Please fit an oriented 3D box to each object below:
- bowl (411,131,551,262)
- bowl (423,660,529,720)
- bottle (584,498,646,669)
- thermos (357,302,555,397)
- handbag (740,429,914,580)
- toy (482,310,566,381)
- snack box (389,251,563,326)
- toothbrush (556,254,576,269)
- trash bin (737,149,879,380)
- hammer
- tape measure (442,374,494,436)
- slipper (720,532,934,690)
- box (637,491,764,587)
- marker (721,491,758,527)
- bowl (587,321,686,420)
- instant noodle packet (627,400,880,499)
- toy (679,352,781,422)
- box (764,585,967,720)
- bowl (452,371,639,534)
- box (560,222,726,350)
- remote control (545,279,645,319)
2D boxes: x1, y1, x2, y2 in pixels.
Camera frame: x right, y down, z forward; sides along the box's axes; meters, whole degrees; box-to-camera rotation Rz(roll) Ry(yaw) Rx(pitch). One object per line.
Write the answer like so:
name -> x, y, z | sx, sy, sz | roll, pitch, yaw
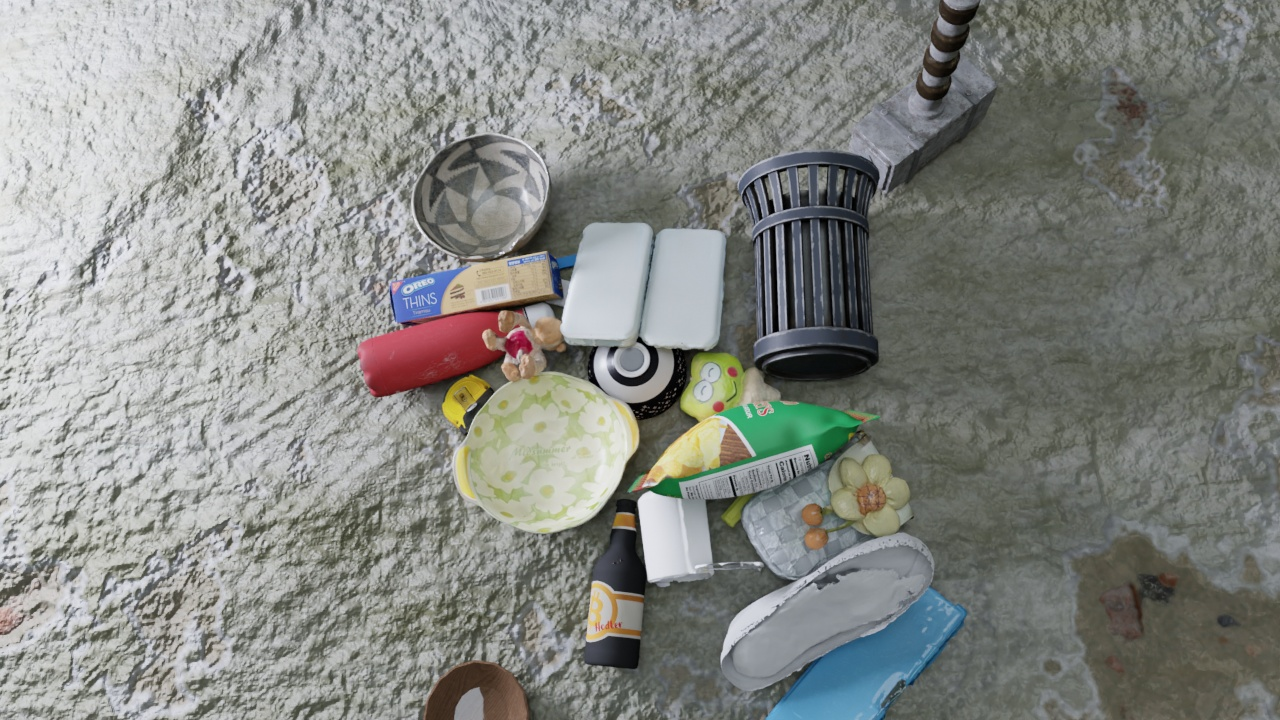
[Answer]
bowl -> -0.195, -0.196, 1.176 | 0.178, 0.081, 0.178 | -2, 71, 6
bowl -> -0.176, 0.389, 1.004 | 0.118, 0.030, 0.117 | -2, 71, 6
bottle -> -0.024, 0.245, 1.019 | 0.059, 0.059, 0.181 | 3, 72, 7
thermos -> -0.220, -0.020, 1.124 | 0.239, 0.073, 0.073 | -16, 70, -8
handbag -> 0.200, 0.164, 0.988 | 0.171, 0.123, 0.112 | -29, 86, -3
toy -> -0.123, -0.019, 1.077 | 0.105, 0.074, 0.085 | -19, 74, -44
snack box -> -0.204, -0.089, 1.143 | 0.207, 0.056, 0.057 | -10, 86, 7
toothbrush -> -0.108, -0.122, 1.179 | 0.166, 0.014, 0.016 | -13, 73, -2
trash bin -> 0.198, -0.101, 1.061 | 0.164, 0.164, 0.227 | -1, 75, 6
hammer -> 0.335, -0.332, 1.029 | 0.177, 0.326, 0.079 | -38, 72, -7
tape measure -> -0.209, 0.052, 1.117 | 0.065, 0.037, 0.064 | -41, 72, -7
slipper -> 0.191, 0.256, 0.951 | 0.247, 0.112, 0.074 | -37, 27, 18
box -> 0.063, 0.184, 0.994 | 0.151, 0.080, 0.106 | -22, 66, 43
marker -> 0.140, 0.140, 1.056 | 0.017, 0.021, 0.123 | 40, 79, 16
bowl -> -0.006, 0.006, 1.088 | 0.120, 0.066, 0.120 | -2, 77, 6
instant noodle packet -> 0.115, 0.093, 0.979 | 0.253, 0.195, 0.090 | -17, 88, 4
toy -> 0.107, 0.039, 1.082 | 0.115, 0.046, 0.092 | 18, 75, 4
box -> 0.240, 0.331, 0.976 | 0.093, 0.052, 0.231 | 36, 78, 33
bowl -> -0.106, 0.112, 1.074 | 0.219, 0.060, 0.188 | -17, 70, 0
box -> 0.008, -0.093, 1.109 | 0.189, 0.037, 0.208 | 2, 49, 11
remote control -> -0.055, -0.073, 1.154 | 0.131, 0.012, 0.033 | 15, 82, 11
